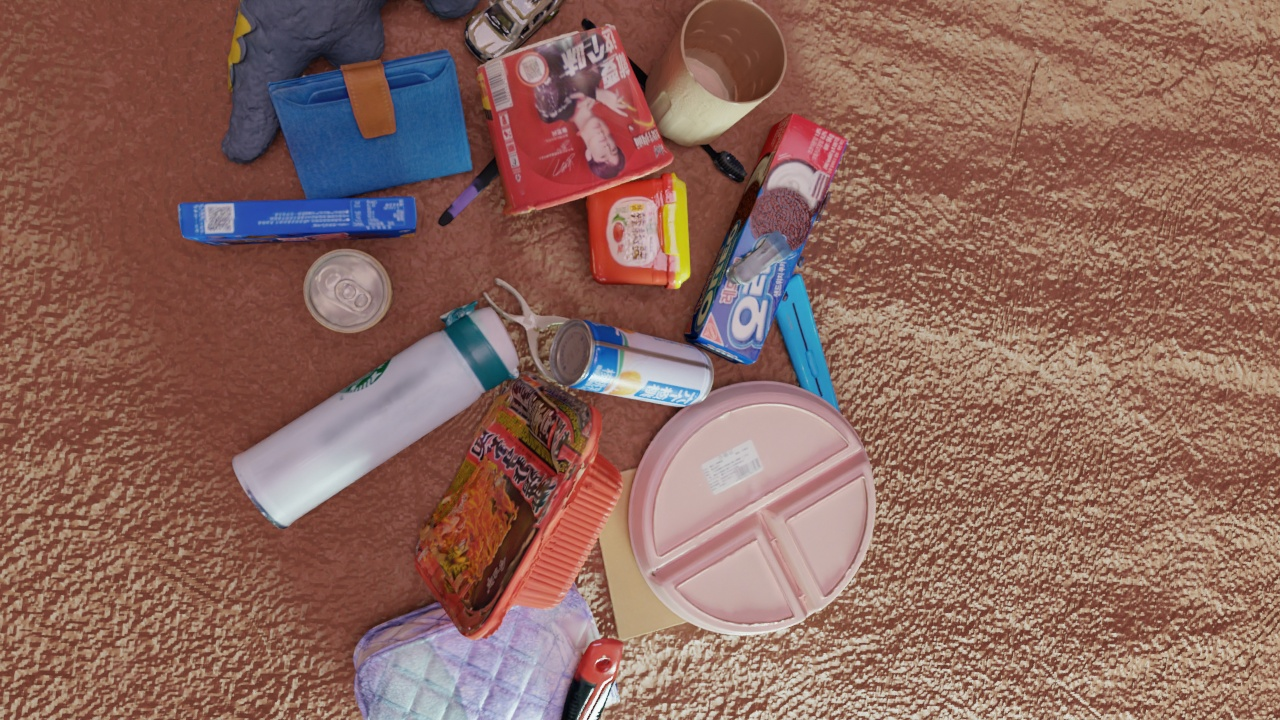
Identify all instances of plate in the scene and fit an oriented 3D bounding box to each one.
[{"bbox_3d":[0.103,0.132,0.798,0.229,0.028,0.229,-1,97,-12],"label":"plate"}]

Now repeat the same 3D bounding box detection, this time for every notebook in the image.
[{"bbox_3d":[0.066,0.151,0.813,0.207,0.008,0.148,-12,97,-12],"label":"notebook"}]

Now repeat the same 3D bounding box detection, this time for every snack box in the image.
[{"bbox_3d":[-0.003,-0.102,0.745,0.080,0.082,0.091,-3,94,0],"label":"snack box"},{"bbox_3d":[0.106,-0.100,0.778,0.058,0.057,0.207,23,89,-11],"label":"snack box"},{"bbox_3d":[-0.246,-0.103,0.678,0.157,0.084,0.026,-4,95,-13],"label":"snack box"}]

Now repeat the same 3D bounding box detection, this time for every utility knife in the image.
[{"bbox_3d":[0.158,0.021,0.821,0.034,0.018,0.199,-22,100,-12],"label":"utility knife"}]

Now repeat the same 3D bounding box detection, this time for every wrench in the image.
[{"bbox_3d":[-0.061,0.335,0.745,0.056,0.016,0.274,5,113,-23],"label":"wrench"}]

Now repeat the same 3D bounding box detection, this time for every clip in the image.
[{"bbox_3d":[-0.073,-0.032,0.753,0.092,0.035,0.103,-26,92,-7],"label":"clip"},{"bbox_3d":[0.095,-0.081,0.739,0.057,0.031,0.025,-35,99,-10],"label":"clip"}]

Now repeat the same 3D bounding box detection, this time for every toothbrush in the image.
[{"bbox_3d":[-0.097,-0.178,0.745,0.014,0.017,0.189,44,85,-14],"label":"toothbrush"},{"bbox_3d":[0.022,-0.218,0.770,0.189,0.018,0.014,43,74,-12],"label":"toothbrush"}]

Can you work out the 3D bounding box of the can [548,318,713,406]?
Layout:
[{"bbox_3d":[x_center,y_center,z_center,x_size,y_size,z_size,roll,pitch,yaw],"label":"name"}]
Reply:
[{"bbox_3d":[-0.004,0.004,0.736,0.134,0.053,0.053,12,91,-41],"label":"can"}]

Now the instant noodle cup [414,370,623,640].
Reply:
[{"bbox_3d":[-0.089,0.112,0.701,0.079,0.165,0.188,31,87,-31],"label":"instant noodle cup"}]

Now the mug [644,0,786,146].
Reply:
[{"bbox_3d":[0.056,-0.242,0.722,0.084,0.104,0.124,7,82,-16],"label":"mug"}]

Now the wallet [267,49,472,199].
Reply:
[{"bbox_3d":[-0.197,-0.174,0.686,0.133,0.040,0.106,-16,139,-14],"label":"wallet"}]

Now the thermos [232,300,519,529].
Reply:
[{"bbox_3d":[-0.198,0.037,0.710,0.224,0.073,0.073,-34,101,-9],"label":"thermos"}]

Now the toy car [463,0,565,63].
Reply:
[{"bbox_3d":[-0.100,-0.275,0.727,0.090,0.035,0.042,-45,102,-5],"label":"toy car"}]

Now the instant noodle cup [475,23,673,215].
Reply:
[{"bbox_3d":[-0.054,-0.181,0.686,0.137,0.138,0.108,-21,106,-12],"label":"instant noodle cup"}]

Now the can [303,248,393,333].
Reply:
[{"bbox_3d":[-0.212,-0.051,0.674,0.058,0.116,0.058,-1,94,-14],"label":"can"}]

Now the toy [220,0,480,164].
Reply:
[{"bbox_3d":[-0.193,-0.295,0.673,0.356,0.091,0.138,-37,120,-3],"label":"toy"}]

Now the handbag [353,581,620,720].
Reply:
[{"bbox_3d":[-0.124,0.252,0.741,0.193,0.075,0.134,-18,104,-11],"label":"handbag"}]
